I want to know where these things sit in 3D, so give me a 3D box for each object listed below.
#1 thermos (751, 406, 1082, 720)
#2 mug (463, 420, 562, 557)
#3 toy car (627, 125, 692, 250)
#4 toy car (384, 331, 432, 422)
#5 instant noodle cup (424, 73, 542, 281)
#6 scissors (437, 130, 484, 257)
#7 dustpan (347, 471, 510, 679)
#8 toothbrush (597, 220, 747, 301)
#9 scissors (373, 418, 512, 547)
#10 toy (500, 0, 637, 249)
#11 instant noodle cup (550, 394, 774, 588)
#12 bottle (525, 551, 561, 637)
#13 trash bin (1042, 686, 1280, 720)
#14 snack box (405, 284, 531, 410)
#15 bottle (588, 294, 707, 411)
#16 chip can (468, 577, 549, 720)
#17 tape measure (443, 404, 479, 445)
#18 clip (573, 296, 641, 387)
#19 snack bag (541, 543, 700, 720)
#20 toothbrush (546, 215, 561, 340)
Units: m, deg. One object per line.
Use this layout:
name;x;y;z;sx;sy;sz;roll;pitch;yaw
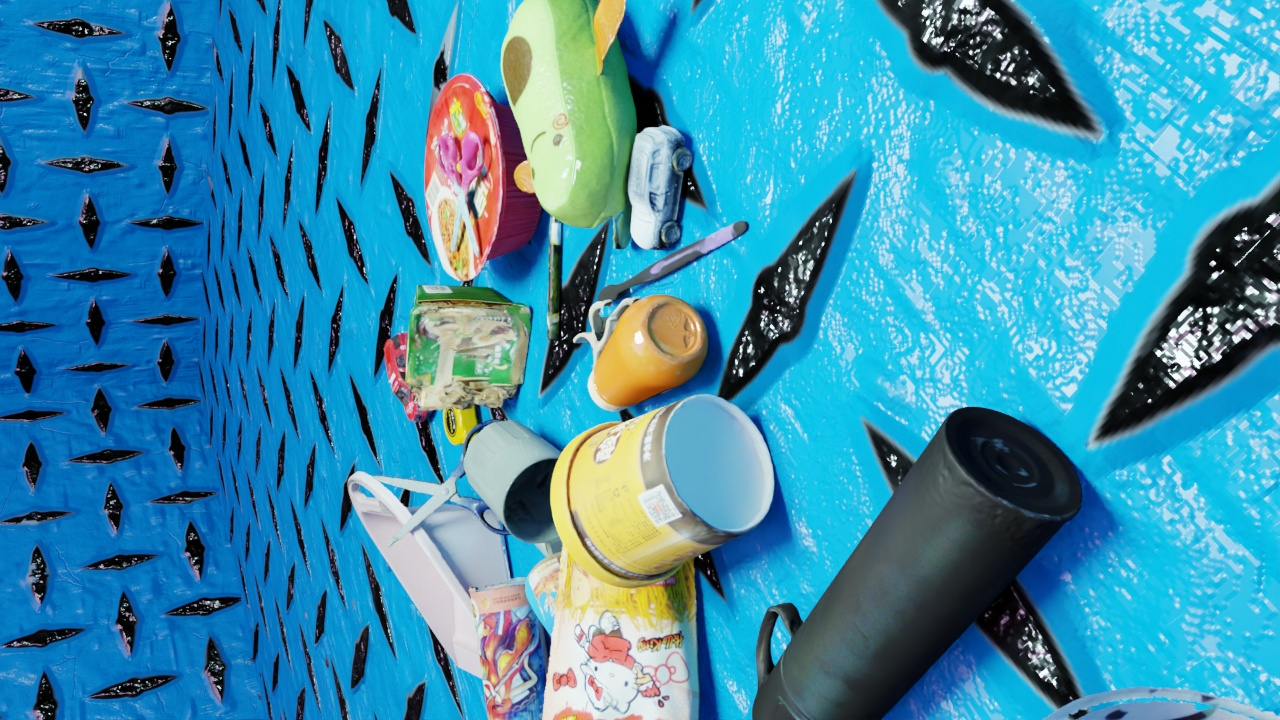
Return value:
thermos;0.124;0.125;0.489;0.090;0.068;0.243;54;137;33
mug;-0.104;0.126;0.854;0.103;0.083;0.124;30;139;53
toy car;0.010;-0.125;0.671;0.043;0.034;0.091;34;123;47
toy car;-0.295;0.021;1.169;0.053;0.045;0.120;-50;55;50
instant noodle cup;-0.148;-0.174;0.885;0.194;0.065;0.194;11;103;56
scissors;-0.167;-0.158;0.843;0.133;0.017;0.134;55;141;35
dustpan;-0.241;0.253;1.026;0.223;0.138;0.273;-15;81;57
toothbrush;0.020;-0.071;0.685;0.189;0.016;0.014;-21;88;54
scissors;-0.185;0.132;0.936;0.162;0.175;0.012;32;161;10
toy;-0.058;-0.209;0.715;0.228;0.089;0.246;129;131;-57
instant noodle cup;0.018;0.085;0.618;0.115;0.118;0.118;-31;68;47
bottle;-0.028;0.258;0.756;0.218;0.065;0.065;55;137;38
trash bin;0.160;0.281;0.325;0.229;0.229;0.253;59;145;35
snack box;-0.186;-0.025;0.934;0.105;0.118;0.118;-127;43;-55
bottle;-0.004;0.004;0.691;0.150;0.066;0.066;-43;58;60
chip can;-0.120;0.326;0.908;0.071;0.071;0.214;-23;74;57
tape measure;-0.201;0.067;1.037;0.057;0.028;0.060;-20;77;56
clip;-0.027;-0.020;0.750;0.070;0.034;0.100;70;153;22
snack bag;-0.015;0.237;0.688;0.129;0.073;0.207;0;78;17
toothbrush;-0.079;-0.109;0.828;0.012;0.017;0.186;7;103;20
